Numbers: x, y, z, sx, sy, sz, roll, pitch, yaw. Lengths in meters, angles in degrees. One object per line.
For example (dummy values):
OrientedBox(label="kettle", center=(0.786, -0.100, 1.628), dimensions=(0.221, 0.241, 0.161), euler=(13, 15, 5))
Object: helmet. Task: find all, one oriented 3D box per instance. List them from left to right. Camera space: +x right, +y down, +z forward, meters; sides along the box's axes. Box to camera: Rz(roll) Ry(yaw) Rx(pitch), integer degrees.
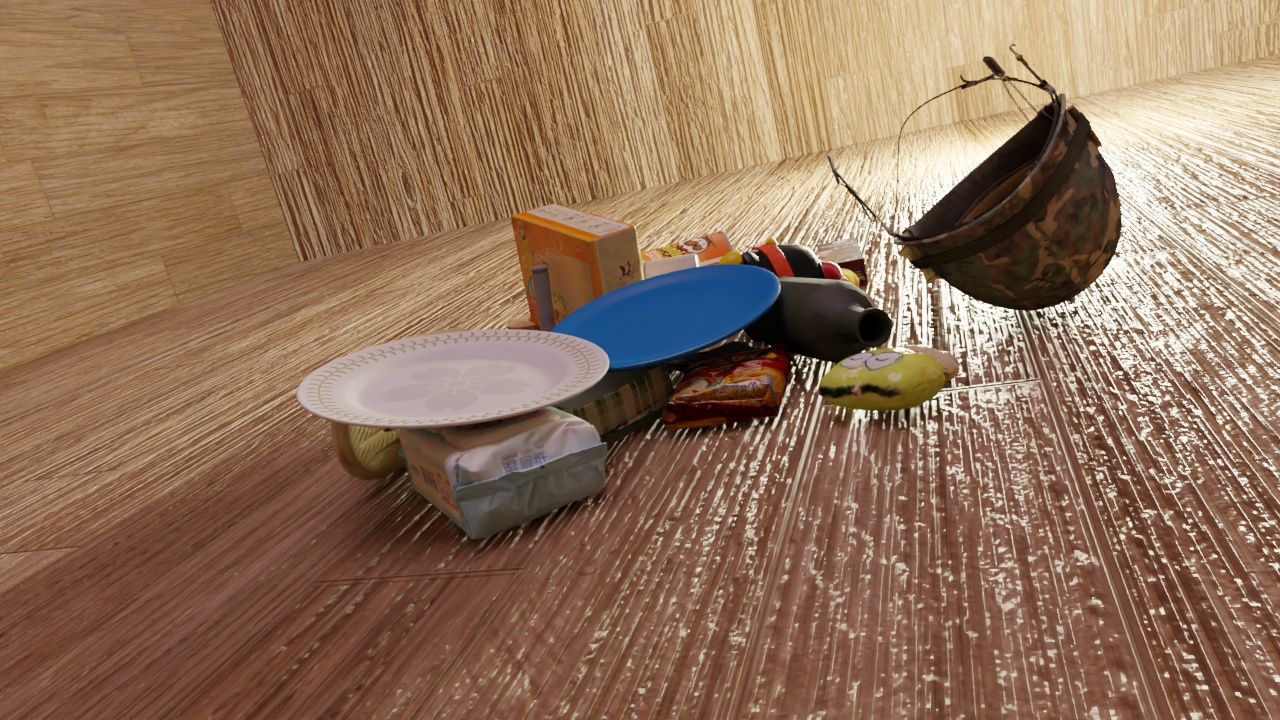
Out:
OrientedBox(label="helmet", center=(0.320, -0.159, 0.845), dimensions=(0.193, 0.236, 0.223), euler=(-43, 17, 21))

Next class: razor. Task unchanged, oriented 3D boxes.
OrientedBox(label="razor", center=(-0.108, -0.051, 1.054), dimensions=(0.047, 0.116, 0.088), euler=(-11, 14, -15))

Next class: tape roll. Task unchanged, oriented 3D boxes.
OrientedBox(label="tape roll", center=(-0.129, -0.046, 1.220), dimensions=(0.094, 0.027, 0.094), euler=(-13, 15, 3))

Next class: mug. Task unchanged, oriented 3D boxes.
OrientedBox(label="mug", center=(0.041, -0.073, 1.094), dimensions=(0.070, 0.084, 0.113), euler=(-9, 50, 8))

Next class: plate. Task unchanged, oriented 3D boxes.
OrientedBox(label="plate", center=(-0.146, 0.015, 0.732), dimensions=(0.242, 0.016, 0.242), euler=(-3, 17, 1))
OrientedBox(label="plate", center=(0.021, -0.035, 0.848), dimensions=(0.224, 0.024, 0.224), euler=(-15, 22, 6))

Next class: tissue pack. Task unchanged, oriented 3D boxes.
OrientedBox(label="tissue pack", center=(-0.112, 0.072, 0.707), dimensions=(0.112, 0.070, 0.182), euler=(-19, 16, -25))

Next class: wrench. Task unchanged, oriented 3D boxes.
OrientedBox(label="wrench", center=(-0.005, 0.005, 0.940), dimensions=(0.274, 0.022, 0.073), euler=(-5, 17, 27))

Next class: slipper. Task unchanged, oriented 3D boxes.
OrientedBox(label="slipper", center=(-0.233, 0.030, 0.889), dimensions=(0.079, 0.111, 0.260), euler=(-5, 13, 21))

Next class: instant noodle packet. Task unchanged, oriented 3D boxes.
OrientedBox(label="instant noodle packet", center=(0.076, 0.022, 0.782), dimensions=(0.099, 0.040, 0.135), euler=(-13, 13, 18))

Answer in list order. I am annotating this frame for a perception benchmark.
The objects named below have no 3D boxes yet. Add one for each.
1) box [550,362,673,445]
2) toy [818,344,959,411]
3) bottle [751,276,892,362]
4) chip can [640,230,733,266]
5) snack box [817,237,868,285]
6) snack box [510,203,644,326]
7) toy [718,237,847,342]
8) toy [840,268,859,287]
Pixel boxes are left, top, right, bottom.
OrientedBox(label="box", center=(-0.072, 0.034, 0.850), dimensions=(0.117, 0.050, 0.206), euler=(-29, 21, -36))
OrientedBox(label="toy", center=(0.196, 0.011, 0.704), dimensions=(0.115, 0.046, 0.092), euler=(-16, 8, -42))
OrientedBox(label="bottle", center=(0.161, -0.037, 0.813), dimensions=(0.071, 0.071, 0.207), euler=(-16, 9, -9))
OrientedBox(label="chip can", center=(0.017, -0.112, 1.239), dimensions=(0.215, 0.075, 0.075), euler=(-16, 16, -7))
OrientedBox(label="snack box", center=(0.251, -0.122, 1.147), dimensions=(0.051, 0.032, 0.140), euler=(-10, 16, 12))
OrientedBox(label="snack box", center=(-0.065, -0.098, 1.083), dimensions=(0.080, 0.145, 0.195), euler=(-22, 27, -27))
OrientedBox(label="toy", center=(0.146, -0.080, 0.963), dimensions=(0.119, 0.099, 0.097), euler=(-23, -5, -6))
OrientedBox(label="toy", center=(0.180, -0.089, 1.050), dimensions=(0.137, 0.067, 0.105), euler=(0, 12, 16))
